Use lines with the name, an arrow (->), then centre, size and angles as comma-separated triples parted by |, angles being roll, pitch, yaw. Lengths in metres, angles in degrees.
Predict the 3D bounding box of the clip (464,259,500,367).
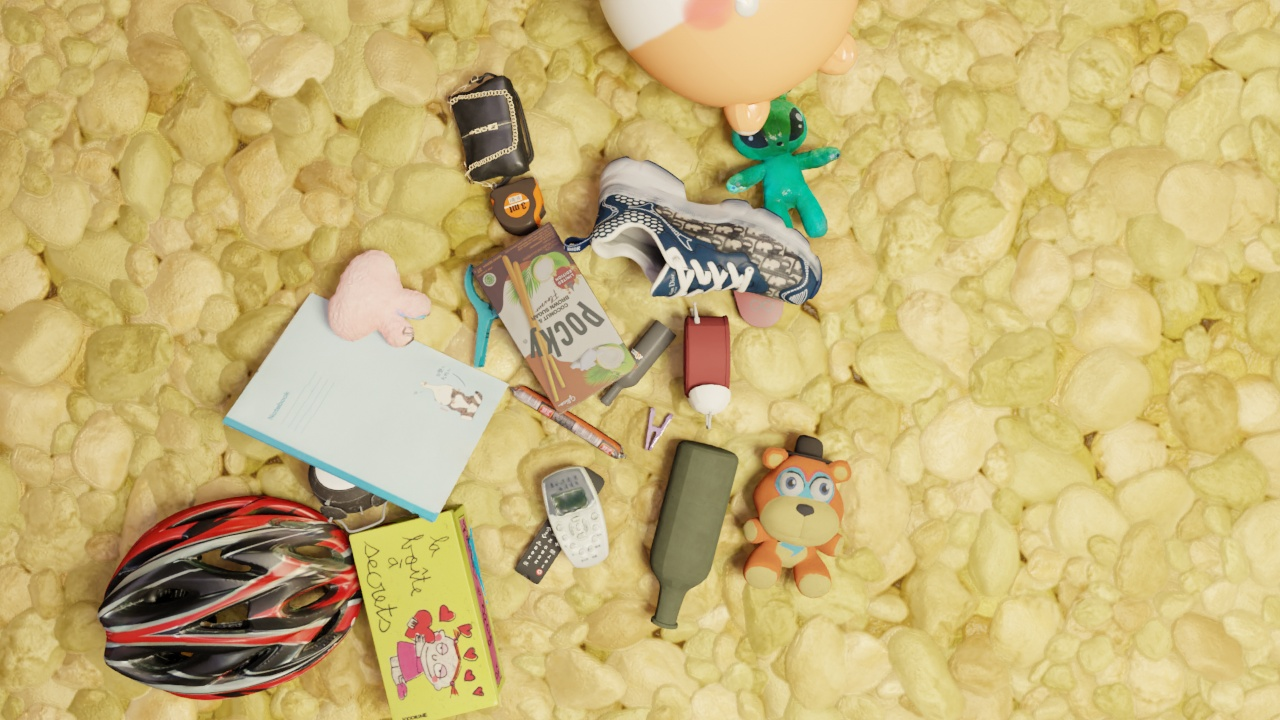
clip -> -0.158, -0.059, 1.048 | 0.103, 0.027, 0.120 | -20, 91, -2

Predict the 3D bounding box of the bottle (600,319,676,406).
bottle -> -0.006, 0.006, 1.045 | 0.030, 0.030, 0.113 | 40, 91, -1

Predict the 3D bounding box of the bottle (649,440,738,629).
bottle -> 0.052, 0.196, 1.028 | 0.071, 0.071, 0.207 | 14, 91, 0

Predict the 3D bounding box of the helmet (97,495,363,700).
helmet -> -0.439, 0.261, 0.999 | 0.271, 0.167, 0.217 | -9, 94, -12

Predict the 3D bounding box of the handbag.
handbag -> -0.170, -0.258, 1.037 | 0.079, 0.054, 0.128 | -12, 94, 11

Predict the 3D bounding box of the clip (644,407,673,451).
clip -> 0.022, 0.078, 1.056 | 0.045, 0.014, 0.051 | -7, 88, -2

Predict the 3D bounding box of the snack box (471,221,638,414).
snack box -> -0.093, -0.046, 1.015 | 0.101, 0.031, 0.186 | -31, 89, 1

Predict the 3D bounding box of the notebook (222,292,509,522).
notebook -> -0.300, 0.048, 1.019 | 0.253, 0.009, 0.180 | 25, 65, 0

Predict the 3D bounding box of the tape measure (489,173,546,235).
tape measure -> -0.136, -0.172, 1.041 | 0.058, 0.038, 0.058 | -20, 77, 0

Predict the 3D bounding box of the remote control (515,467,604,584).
remote control -> -0.093, 0.190, 1.055 | 0.033, 0.015, 0.147 | 33, 91, 0

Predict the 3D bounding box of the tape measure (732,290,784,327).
tape measure -> 0.134, -0.064, 1.050 | 0.059, 0.019, 0.051 | 6, 93, 7

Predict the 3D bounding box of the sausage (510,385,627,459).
sausage -> -0.082, 0.070, 1.052 | 0.155, 0.020, 0.020 | 31, 91, -1

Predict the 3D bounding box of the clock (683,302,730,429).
clock -> 0.073, 0.007, 1.013 | 0.048, 0.096, 0.137 | 0, 88, 1

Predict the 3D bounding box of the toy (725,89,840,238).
toy -> 0.153, -0.222, 1.026 | 0.130, 0.072, 0.193 | -13, 82, -2

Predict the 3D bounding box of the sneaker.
sneaker -> 0.057, -0.108, 0.981 | 0.269, 0.103, 0.132 | 25, 59, 5

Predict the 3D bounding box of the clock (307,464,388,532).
clock -> -0.320, 0.127, 1.017 | 0.091, 0.044, 0.122 | -19, 54, -10

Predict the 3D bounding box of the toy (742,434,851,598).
toy -> 0.173, 0.171, 1.023 | 0.112, 0.096, 0.176 | 8, 80, 0

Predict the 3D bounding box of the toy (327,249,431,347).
toy -> -0.293, -0.063, 1.033 | 0.105, 0.053, 0.108 | 30, 77, -9

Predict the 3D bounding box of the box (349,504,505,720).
box -> -0.235, 0.280, 1.027 | 0.124, 0.080, 0.221 | -11, 92, 1

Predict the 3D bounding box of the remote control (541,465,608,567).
remote control -> -0.072, 0.176, 1.032 | 0.060, 0.028, 0.114 | -17, 90, 0

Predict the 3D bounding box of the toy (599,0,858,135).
toy -> 0.097, -0.385, 0.926 | 0.263, 0.265, 0.281 | -33, 106, -2
